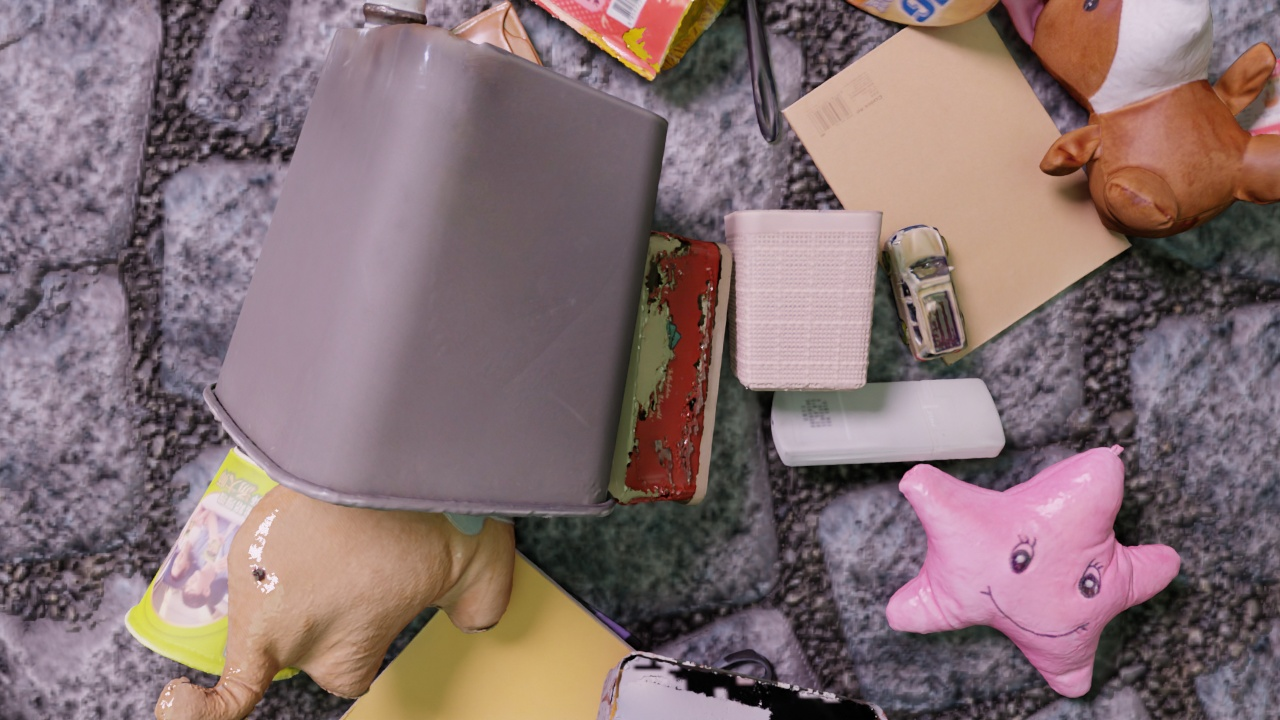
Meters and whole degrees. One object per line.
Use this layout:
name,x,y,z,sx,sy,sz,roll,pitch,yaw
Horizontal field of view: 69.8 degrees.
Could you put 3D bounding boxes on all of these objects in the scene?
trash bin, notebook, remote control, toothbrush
trash bin,-0.105,-0.049,0.508,0.198,0.199,0.220,10,97,-40
notebook,0.215,-0.124,0.626,0.149,0.012,0.211,-34,93,2
notebook,-0.109,0.244,0.637,0.146,0.010,0.206,41,95,-5
remote control,0.164,0.042,0.617,0.150,0.021,0.058,-2,50,0
toothbrush,-0.077,0.149,0.637,0.189,0.016,0.014,35,102,-4
toothbrush,0.074,-0.238,0.617,0.015,0.018,0.181,-10,96,-1

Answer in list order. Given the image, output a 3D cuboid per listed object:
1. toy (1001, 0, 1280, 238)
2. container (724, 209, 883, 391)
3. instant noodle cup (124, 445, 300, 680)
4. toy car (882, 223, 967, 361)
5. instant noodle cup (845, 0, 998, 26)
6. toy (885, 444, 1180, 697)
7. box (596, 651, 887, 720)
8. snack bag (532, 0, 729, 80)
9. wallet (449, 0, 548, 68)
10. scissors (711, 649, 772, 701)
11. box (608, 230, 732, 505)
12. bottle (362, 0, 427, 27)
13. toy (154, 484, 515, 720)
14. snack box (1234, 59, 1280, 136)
toy,0.314,-0.177,0.573,0.140,0.130,0.199,-15,80,-1
container,0.101,-0.039,0.593,0.090,0.090,0.111,0,97,-1
instant noodle cup,-0.248,0.124,0.593,0.111,0.112,0.123,23,85,-2
toy car,0.191,-0.046,0.611,0.042,0.035,0.090,-15,92,1
instant noodle cup,0.171,-0.295,0.554,0.151,0.151,0.111,29,84,-2
toy,0.255,0.125,0.607,0.194,0.074,0.179,24,106,-4
box,0.046,0.299,0.607,0.181,0.206,0.157,11,57,-2
snack bag,-0.040,-0.281,0.591,0.208,0.073,0.128,37,88,3
wallet,-0.102,-0.156,0.612,0.108,0.031,0.132,-27,95,2
scissors,0.025,0.260,0.648,0.163,0.014,0.165,25,95,0
box,-0.004,0.003,0.580,0.077,0.091,0.168,3,94,-34
bottle,-0.165,-0.142,0.583,0.080,0.044,0.195,13,106,6
toy,-0.176,0.126,0.539,0.225,0.083,0.143,-21,88,-37
snack box,0.408,-0.149,0.556,0.025,0.153,0.075,0,93,-3
